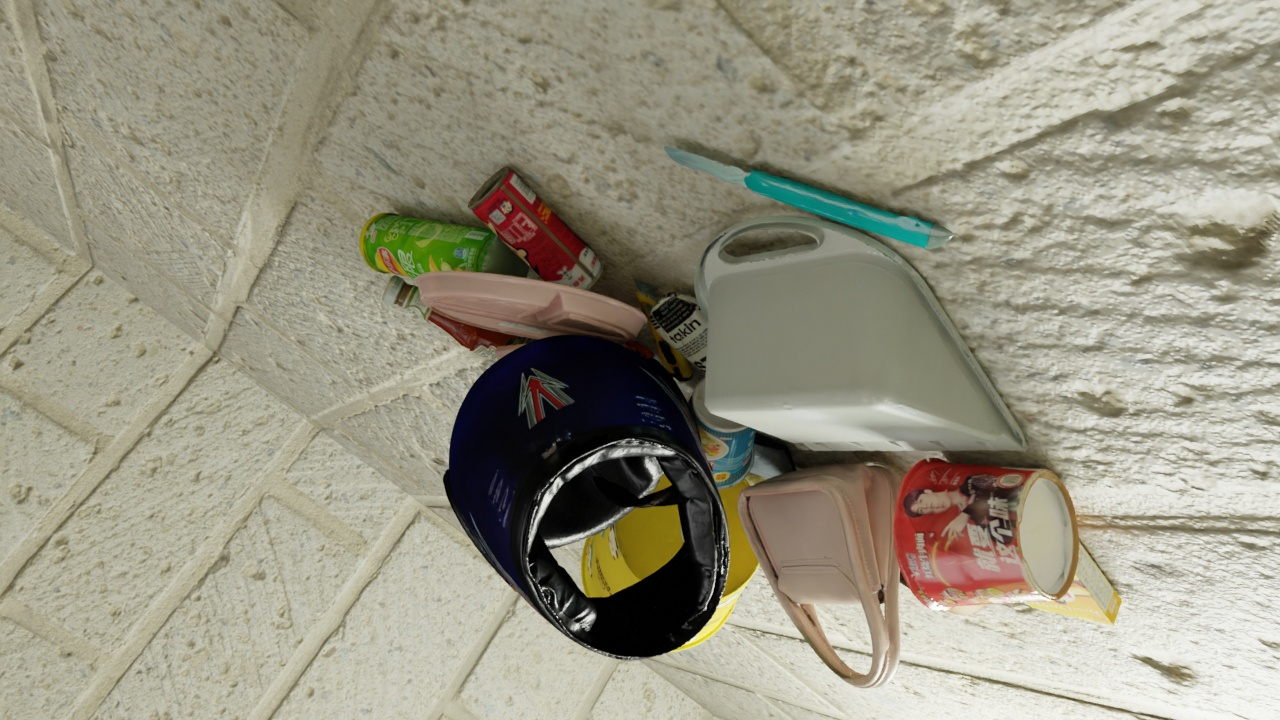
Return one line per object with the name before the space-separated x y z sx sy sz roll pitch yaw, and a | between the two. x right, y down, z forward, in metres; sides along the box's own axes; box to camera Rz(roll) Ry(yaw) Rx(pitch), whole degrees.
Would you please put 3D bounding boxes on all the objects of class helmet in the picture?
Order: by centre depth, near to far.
helmet | -0.054 0.121 0.918 0.240 0.247 0.316 49 166 54

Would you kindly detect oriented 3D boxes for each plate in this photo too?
plate | -0.108 -0.047 0.907 0.229 0.028 0.229 8 174 1

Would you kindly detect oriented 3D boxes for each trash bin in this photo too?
trash bin | 0.045 0.244 1.190 0.229 0.229 0.256 30 155 7

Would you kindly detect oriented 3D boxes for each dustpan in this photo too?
dustpan | 0.164 -0.012 0.760 0.223 0.142 0.257 -5 165 44

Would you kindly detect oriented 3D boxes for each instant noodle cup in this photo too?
instant noodle cup | 0.303 0.150 0.795 0.109 0.137 0.138 -12 131 49
instant noodle cup | 0.082 0.069 0.973 0.099 0.099 0.110 27 148 13

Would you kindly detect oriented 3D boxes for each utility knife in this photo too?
utility knife | 0.113 -0.118 0.649 0.218 0.013 0.029 22 157 19
utility knife | 0.022 -0.027 0.946 0.033 0.015 0.172 16 151 30

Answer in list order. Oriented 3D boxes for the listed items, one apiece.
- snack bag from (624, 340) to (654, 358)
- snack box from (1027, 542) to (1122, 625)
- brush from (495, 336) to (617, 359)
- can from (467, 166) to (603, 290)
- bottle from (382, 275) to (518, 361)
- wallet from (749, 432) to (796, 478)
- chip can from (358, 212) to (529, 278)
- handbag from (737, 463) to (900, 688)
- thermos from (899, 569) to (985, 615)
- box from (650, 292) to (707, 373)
snack bag | -0.006 0.006 1.036 0.048 0.026 0.104 42 158 7
snack box | 0.398 0.203 0.895 0.140 0.033 0.087 44 155 -28
brush | -0.091 0.005 1.036 0.146 0.072 0.063 -6 125 24
can | -0.097 -0.118 0.871 0.132 0.053 0.053 44 155 -24
bottle | -0.207 -0.044 1.101 0.206 0.059 0.060 25 159 -14
wallet | 0.127 0.109 1.079 0.121 0.019 0.097 17 155 31
chip can | -0.215 -0.117 1.003 0.222 0.072 0.072 14 151 39
handbag | 0.203 0.228 0.965 0.194 0.093 0.234 -28 73 63
thermos | 0.318 0.215 0.958 0.093 0.093 0.143 11 156 42
box | 0.079 -0.006 0.874 0.164 0.051 0.068 36 134 -8
